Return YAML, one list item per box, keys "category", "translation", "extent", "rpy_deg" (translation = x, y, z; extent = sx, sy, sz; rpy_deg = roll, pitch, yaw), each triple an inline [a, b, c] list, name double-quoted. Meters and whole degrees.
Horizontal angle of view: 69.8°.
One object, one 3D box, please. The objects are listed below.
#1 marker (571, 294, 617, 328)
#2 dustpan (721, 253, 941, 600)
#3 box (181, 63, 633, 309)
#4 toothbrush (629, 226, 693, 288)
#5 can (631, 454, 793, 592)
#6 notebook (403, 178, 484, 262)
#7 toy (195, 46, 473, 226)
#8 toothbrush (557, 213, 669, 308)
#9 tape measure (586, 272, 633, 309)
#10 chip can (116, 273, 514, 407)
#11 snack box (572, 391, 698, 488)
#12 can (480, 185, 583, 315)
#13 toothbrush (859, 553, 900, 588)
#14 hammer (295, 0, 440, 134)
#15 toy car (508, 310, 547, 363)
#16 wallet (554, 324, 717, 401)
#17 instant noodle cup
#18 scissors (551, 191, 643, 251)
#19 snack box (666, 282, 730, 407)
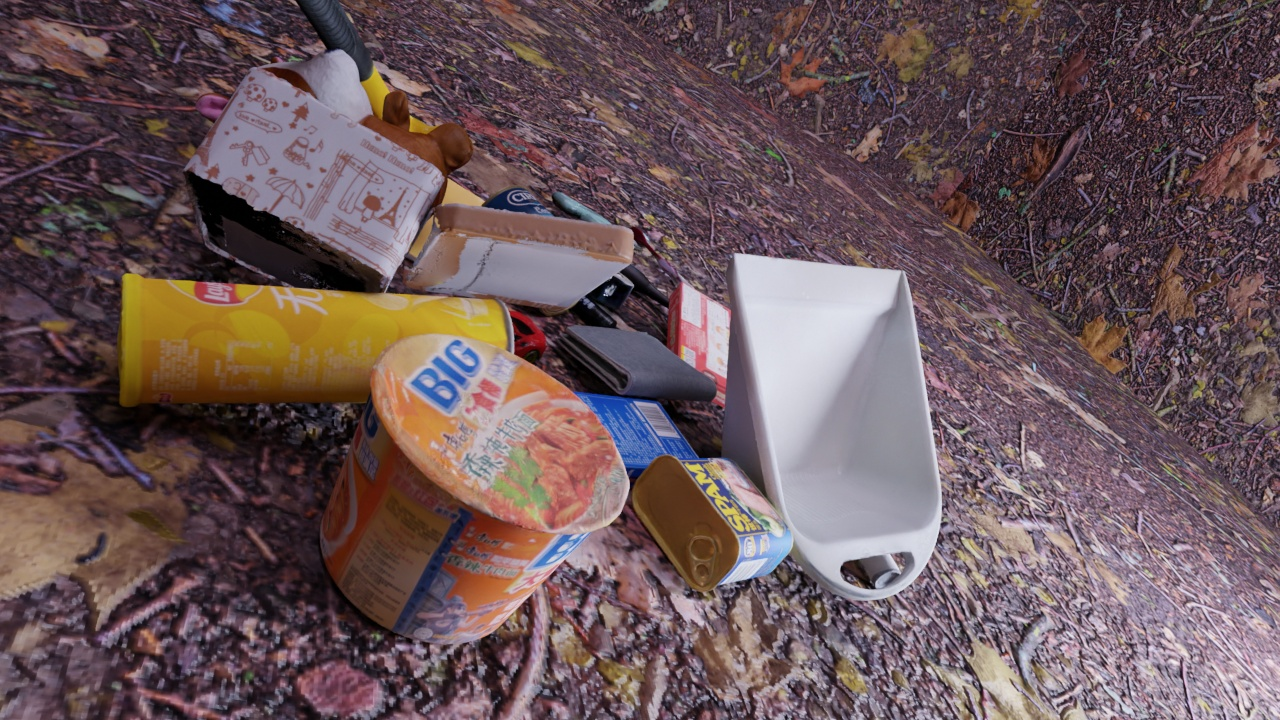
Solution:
- category: "marker"
  translation: [-0.076, -0.071, 0.920]
  extent: [0.132, 0.020, 0.022]
  rpy_deg: [41, -4, 17]
- category: "dustpan"
  translation: [0.180, 0.056, 0.779]
  extent: [0.222, 0.258, 0.143]
  rpy_deg: [1, 15, -35]
- category: "box"
  translation: [-0.152, -0.080, 0.623]
  extent: [0.261, 0.102, 0.179]
  rpy_deg: [27, -16, -16]
- category: "toothbrush"
  translation: [0.040, -0.110, 1.145]
  extent: [0.017, 0.016, 0.187]
  rpy_deg: [19, 27, -53]
- category: "can"
  translation: [0.056, 0.119, 0.693]
  extent: [0.083, 0.057, 0.102]
  rpy_deg: [6, 37, -51]
- category: "notebook"
  translation: [-0.229, -0.156, 0.886]
  extent: [0.146, 0.010, 0.206]
  rpy_deg: [30, 25, -12]
- category: "toy"
  translation: [-0.255, -0.197, 0.782]
  extent: [0.199, 0.131, 0.139]
  rpy_deg: [26, 31, 3]
- category: "toothbrush"
  translation: [-0.010, -0.095, 1.039]
  extent: [0.212, 0.026, 0.027]
  rpy_deg: [35, 36, -1]
- category: "tape measure"
  translation: [-0.041, -0.083, 0.951]
  extent: [0.066, 0.033, 0.066]
  rpy_deg: [42, 12, 34]
- category: "chip can"
  translation: [-0.185, -0.009, 0.538]
  extent: [0.213, 0.072, 0.072]
  rpy_deg: [1, 39, -29]
- category: "snack box"
  translation: [-0.025, 0.063, 0.727]
  extent: [0.157, 0.026, 0.084]
  rpy_deg: [9, 34, -44]
- category: "can"
  translation: [-0.100, -0.104, 0.878]
  extent: [0.111, 0.075, 0.075]
  rpy_deg: [45, 26, 20]
- category: "toothbrush"
  translation: [0.191, 0.128, 0.886]
  extent: [0.026, 0.026, 0.220]
  rpy_deg: [-16, 39, -4]
- category: "hammer"
  translation: [-0.258, -0.267, 0.836]
  extent: [0.129, 0.032, 0.301]
  rpy_deg: [15, -8, 1]
- category: "toy car"
  translation: [-0.123, -0.021, 0.753]
  extent: [0.106, 0.031, 0.049]
  rpy_deg: [-2, 42, -51]
- category: "wallet"
  translation: [-0.005, 0.005, 0.844]
  extent: [0.106, 0.037, 0.129]
  rpy_deg: [37, 19, 35]
- category: "instant noodle cup"
  translation: [-0.098, 0.074, 0.506]
  extent: [0.151, 0.112, 0.151]
  rpy_deg: [28, 25, -15]
- category: "scissors"
  translation: [-0.054, -0.167, 1.101]
  extent: [0.129, 0.019, 0.185]
  rpy_deg: [36, 9, 6]
- category: "snack box"
  translation: [0.066, -0.019, 0.972]
  extent: [0.075, 0.026, 0.152]
  rpy_deg: [28, 33, -17]
